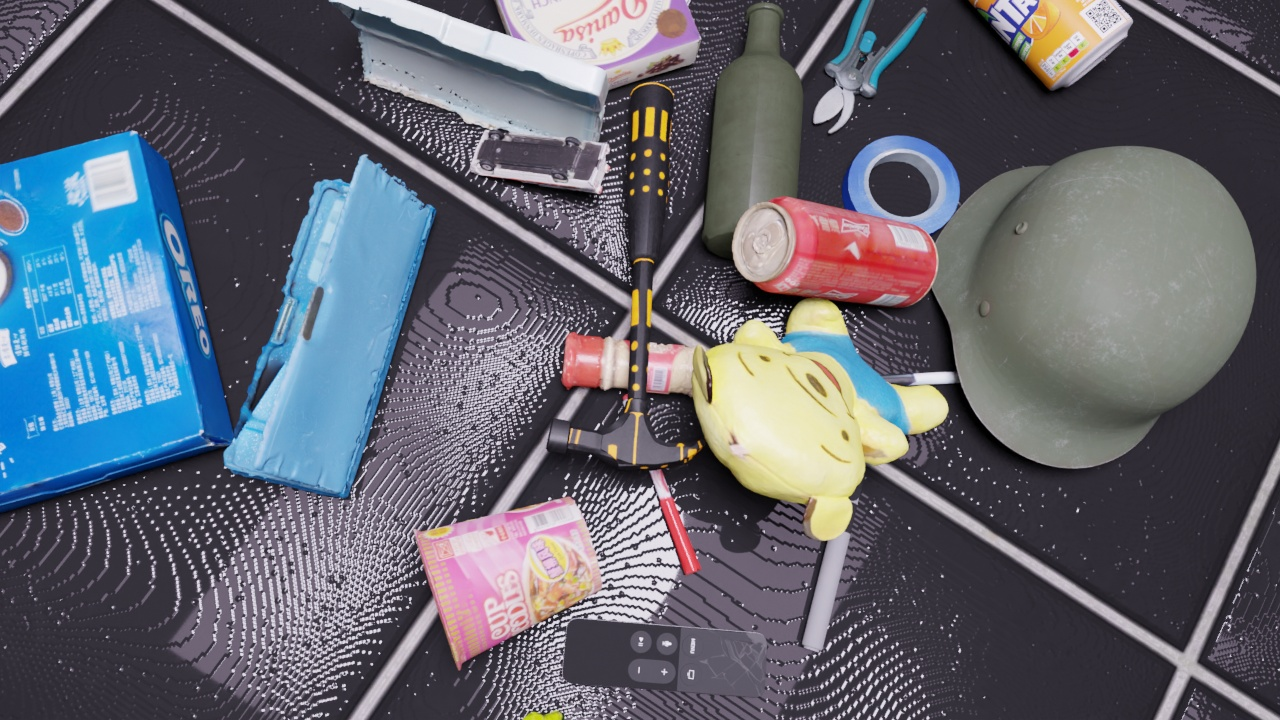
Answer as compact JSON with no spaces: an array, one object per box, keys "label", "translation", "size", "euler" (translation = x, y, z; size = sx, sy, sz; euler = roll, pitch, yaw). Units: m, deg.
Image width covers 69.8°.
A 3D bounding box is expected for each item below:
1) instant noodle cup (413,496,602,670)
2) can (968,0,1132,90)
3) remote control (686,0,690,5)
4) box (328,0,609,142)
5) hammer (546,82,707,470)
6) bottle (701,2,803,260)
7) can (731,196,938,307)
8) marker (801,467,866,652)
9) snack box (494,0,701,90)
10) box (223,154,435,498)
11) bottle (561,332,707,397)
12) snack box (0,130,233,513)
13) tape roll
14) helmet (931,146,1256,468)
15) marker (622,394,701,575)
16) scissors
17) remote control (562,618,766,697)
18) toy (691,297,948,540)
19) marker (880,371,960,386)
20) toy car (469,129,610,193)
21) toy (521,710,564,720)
[{"label":"instant noodle cup","translation":[-0.088,0.145,0.629],"size":[0.108,0.098,0.097],"euler":[-17,79,-16]},{"label":"can","translation":[0.338,-0.305,0.777],"size":[0.079,0.079,0.142],"euler":[-37,83,-12]},{"label":"remote control","translation":[-0.017,-0.335,0.785],"size":[0.131,0.012,0.033],"euler":[23,76,1]},{"label":"box","translation":[-0.121,-0.216,0.683],"size":[0.197,0.136,0.049],"euler":[20,78,-1]},{"label":"hammer","translation":[0.006,-0.073,0.687],"size":[0.123,0.036,0.320],"euler":[6,67,-5]},{"label":"bottle","translation":[0.092,-0.185,0.730],"size":[0.071,0.071,0.206],"euler":[7,76,-4]},{"label":"can","translation":[0.147,-0.077,0.674],"size":[0.169,0.067,0.067],"euler":[2,74,-39]},{"label":"marker","translation":[0.145,0.146,0.685],"size":[0.016,0.016,0.140],"euler":[18,76,-1]},{"label":"snack box","translation":[-0.043,-0.295,0.750],"size":[0.143,0.040,0.148],"euler":[-20,84,-6]},{"label":"box","translation":[-0.223,-0.027,0.648],"size":[0.094,0.102,0.231],"euler":[15,76,-3]},{"label":"bottle","translation":[-0.004,0.004,0.691],"size":[0.109,0.044,0.044],"euler":[5,76,-4]},{"label":"snack box","translation":[-0.419,-0.025,0.650],"size":[0.195,0.056,0.238],"euler":[-17,79,-6]},{"label":"tape roll","translation":[0.215,-0.141,0.759],"size":[0.091,0.016,0.093],"euler":[35,76,4]},{"label":"helmet","translation":[0.348,-0.054,0.680],"size":[0.227,0.154,0.267],"euler":[25,76,1]},{"label":"marker","translation":[0.015,0.091,0.688],"size":[0.012,0.013,0.142],"euler":[-19,79,-10]},{"label":"scissors","translation":[0.192,-0.263,0.785],"size":[0.128,0.019,0.153],"euler":[-11,80,-6]},{"label":"remote control","translation":[0.018,0.214,0.661],"size":[0.146,0.008,0.045],"euler":[6,76,-4]},{"label":"toy","translation":[0.113,0.034,0.633],"size":[0.149,0.084,0.213],"euler":[43,34,14]},{"label":"marker","translation":[0.257,0.013,0.730],"size":[0.152,0.011,0.011],"euler":[-3,77,-6]},{"label":"toy car","translation":[-0.077,-0.154,0.720],"size":[0.113,0.039,0.039],"euler":[12,74,25]},{"label":"toy","translation":[-0.084,0.286,0.622],"size":[0.093,0.036,0.094],"euler":[3,77,2]}]
